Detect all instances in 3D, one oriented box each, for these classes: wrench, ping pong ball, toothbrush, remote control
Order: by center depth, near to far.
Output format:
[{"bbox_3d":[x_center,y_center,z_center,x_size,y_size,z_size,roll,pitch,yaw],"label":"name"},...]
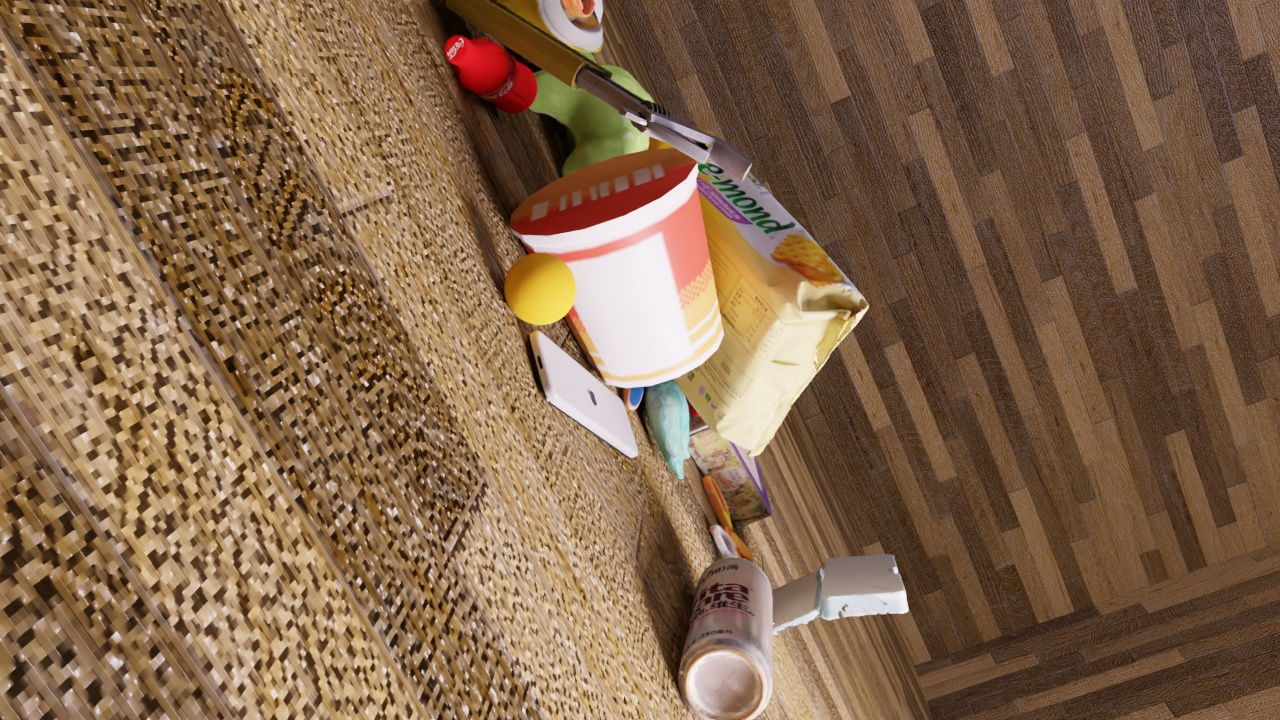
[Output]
[{"bbox_3d":[-0.056,-0.040,0.512,0.040,0.040,0.040,-23,90,-79],"label":"ping pong ball"},{"bbox_3d":[-0.033,0.025,0.573,0.146,0.008,0.045,45,24,-63],"label":"remote control"},{"bbox_3d":[-0.042,-0.190,0.597,0.273,0.018,0.083,39,23,25],"label":"wrench"},{"bbox_3d":[-0.004,0.004,0.732,0.021,0.017,0.134,60,12,-21],"label":"toothbrush"}]

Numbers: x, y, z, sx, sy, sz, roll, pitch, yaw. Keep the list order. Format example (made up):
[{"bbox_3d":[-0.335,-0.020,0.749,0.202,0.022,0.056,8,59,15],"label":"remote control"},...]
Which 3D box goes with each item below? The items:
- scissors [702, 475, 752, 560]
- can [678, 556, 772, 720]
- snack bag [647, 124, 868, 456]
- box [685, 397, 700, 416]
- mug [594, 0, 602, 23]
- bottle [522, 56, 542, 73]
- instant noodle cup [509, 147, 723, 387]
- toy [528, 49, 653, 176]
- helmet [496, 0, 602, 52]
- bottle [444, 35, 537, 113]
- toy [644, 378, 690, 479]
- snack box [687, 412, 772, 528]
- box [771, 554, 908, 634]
[{"bbox_3d":[0.082,0.164,0.832,0.125,0.011,0.128,66,12,4],"label":"scissors"},{"bbox_3d":[0.056,0.172,0.576,0.135,0.054,0.054,-47,114,-78],"label":"can"},{"bbox_3d":[0.051,-0.060,0.706,0.068,0.160,0.247,-10,51,-35],"label":"snack bag"},{"bbox_3d":[0.067,-0.047,0.825,0.157,0.092,0.130,67,-27,26],"label":"box"},{"bbox_3d":[-0.100,-0.333,0.821,0.121,0.091,0.090,32,11,4],"label":"mug"},{"bbox_3d":[-0.093,-0.270,0.854,0.106,0.025,0.025,-41,107,-79],"label":"bottle"},{"bbox_3d":[-0.006,-0.058,0.609,0.123,0.123,0.121,-93,164,-61],"label":"instant noodle cup"},{"bbox_3d":[-0.030,-0.219,0.866,0.150,0.107,0.196,65,21,-10],"label":"toy"},{"bbox_3d":[-0.079,-0.364,0.675,0.209,0.140,0.239,81,24,-71],"label":"helmet"},{"bbox_3d":[-0.103,-0.196,0.622,0.119,0.036,0.036,-21,88,-79],"label":"bottle"},{"bbox_3d":[0.023,0.047,0.740,0.105,0.033,0.085,-43,118,-81],"label":"toy"},{"bbox_3d":[0.078,0.070,0.928,0.143,0.041,0.148,-99,162,-52],"label":"snack box"},{"bbox_3d":[0.162,0.203,0.801,0.197,0.135,0.040,18,60,-76],"label":"box"}]
